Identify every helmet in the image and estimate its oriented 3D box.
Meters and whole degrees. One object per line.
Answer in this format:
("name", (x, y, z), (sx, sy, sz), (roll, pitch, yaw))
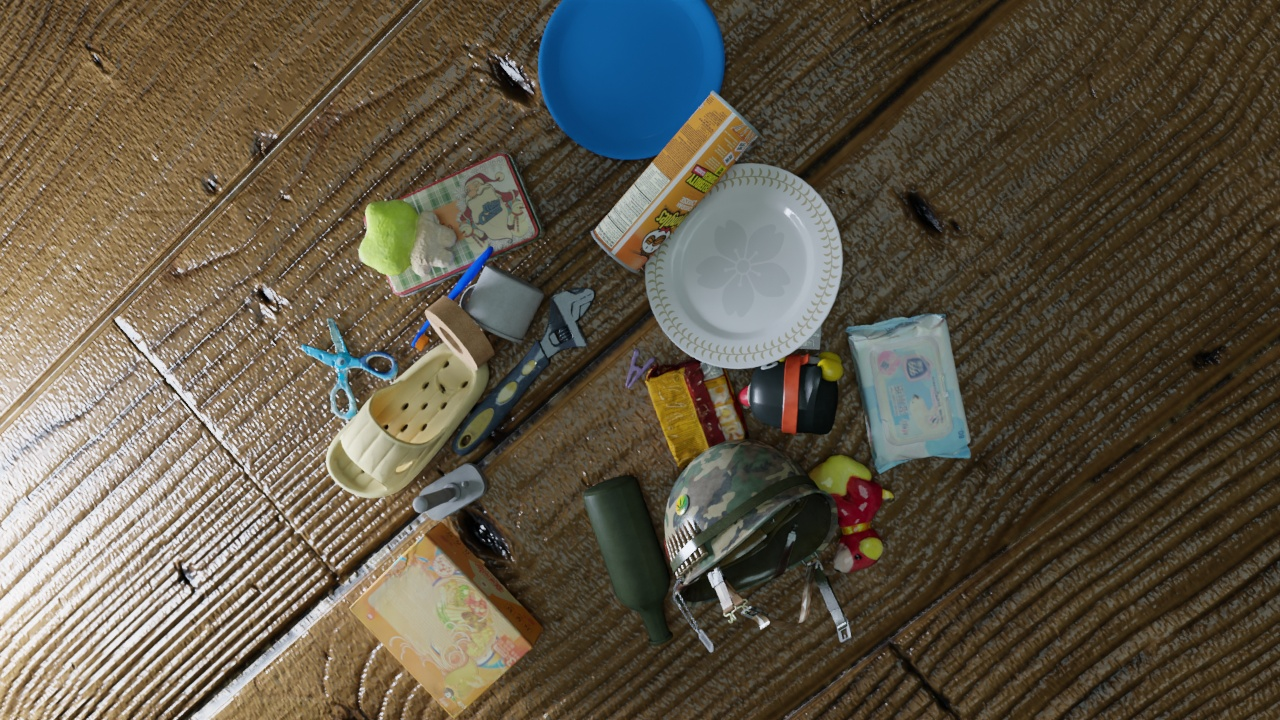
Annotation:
("helmet", (0.126, 0.215, 1.045), (0.236, 0.192, 0.225), (47, 117, 39))

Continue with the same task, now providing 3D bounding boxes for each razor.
("razor", (-0.249, 0.170, 1.136), (0.088, 0.116, 0.047), (-31, 85, 9))

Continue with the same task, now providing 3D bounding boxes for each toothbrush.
("toothbrush", (-0.233, -0.075, 1.139), (0.018, 0.016, 0.183), (42, 116, -5))

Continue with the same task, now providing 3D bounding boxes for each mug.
("mug", (-0.177, -0.075, 1.129), (0.113, 0.084, 0.070), (31, 97, 36))

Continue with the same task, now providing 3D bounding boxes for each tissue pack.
("tissue pack", (0.313, 0.038, 1.070), (0.112, 0.070, 0.182), (-12, 94, 8))

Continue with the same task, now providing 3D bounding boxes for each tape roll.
("tape roll", (-0.217, -0.033, 1.100), (0.027, 0.094, 0.094), (-42, 88, -17))

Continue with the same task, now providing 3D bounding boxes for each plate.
("plate", (0.119, -0.111, 1.085), (0.243, 0.016, 0.242), (-1, 87, 25))
("plate", (-0.011, -0.354, 1.102), (0.224, 0.024, 0.224), (1, 95, 8))

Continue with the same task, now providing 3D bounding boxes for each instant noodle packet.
("instant noodle packet", (0.070, 0.058, 1.121), (0.098, 0.039, 0.135), (-20, 96, 6))

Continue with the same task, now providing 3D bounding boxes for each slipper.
("slipper", (-0.298, 0.081, 1.156), (0.262, 0.079, 0.111), (-44, 92, 9))

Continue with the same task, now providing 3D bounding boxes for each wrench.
("wrench", (-0.147, 0.016, 1.156), (0.073, 0.022, 0.273), (42, 99, 3))

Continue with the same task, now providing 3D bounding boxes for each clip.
("clip", (0.001, 0.010, 1.140), (0.046, 0.014, 0.050), (0, 92, 5))

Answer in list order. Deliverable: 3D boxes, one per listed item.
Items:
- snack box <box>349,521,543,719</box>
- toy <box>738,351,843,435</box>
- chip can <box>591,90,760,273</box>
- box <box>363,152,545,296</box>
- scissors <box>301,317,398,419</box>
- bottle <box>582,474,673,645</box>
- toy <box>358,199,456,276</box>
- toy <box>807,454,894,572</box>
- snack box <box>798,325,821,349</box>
("snack box", (-0.241, 0.325, 1.166), (0.145, 0.080, 0.195), (-44, 89, 9))
("toy", (0.174, 0.038, 1.077), (0.119, 0.097, 0.100), (3, 99, 10))
("chip can", (0.040, -0.206, 1.074), (0.075, 0.075, 0.215), (43, 104, 2))
("box", (-0.230, -0.166, 1.138), (0.206, 0.050, 0.117), (-20, 91, 10))
("scissors", (-0.374, 0.006, 1.193), (0.134, 0.012, 0.134), (-15, 91, 9))
("bottle", (-0.007, 0.248, 1.132), (0.071, 0.071, 0.207), (-18, 92, 9))
("toy", (-0.278, -0.144, 1.101), (0.115, 0.046, 0.092), (11, 99, 0))
("toy", (0.253, 0.180, 1.100), (0.105, 0.067, 0.137), (-20, 80, 7))
("snack box", (0.192, -0.085, 1.094), (0.051, 0.031, 0.141), (4, 95, 8))
